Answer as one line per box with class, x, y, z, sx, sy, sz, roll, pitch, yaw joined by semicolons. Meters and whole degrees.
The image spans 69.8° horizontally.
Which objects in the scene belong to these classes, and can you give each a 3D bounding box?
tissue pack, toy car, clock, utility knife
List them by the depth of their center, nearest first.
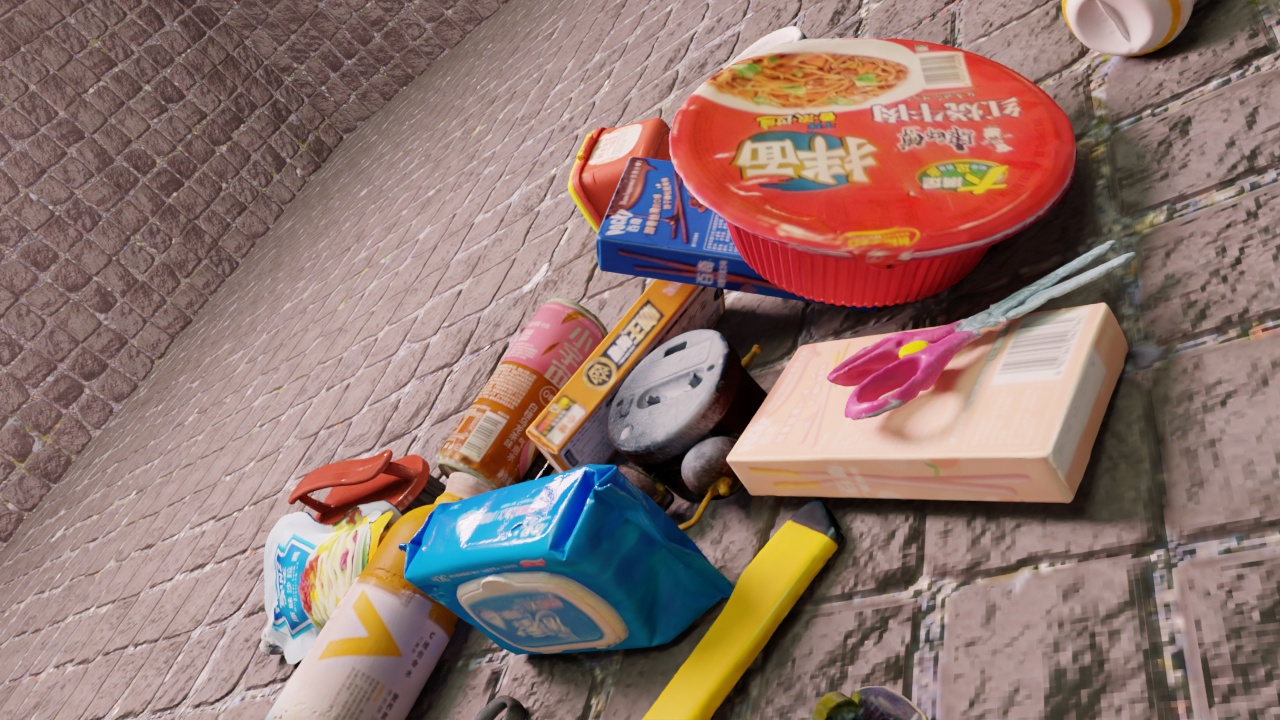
toy car;0.062;0.149;0.298;0.090;0.035;0.042;-50;28;-10
utility knife;0.026;0.135;0.385;0.192;0.015;0.033;-49;27;-15
tissue pack;-0.040;0.102;0.445;0.157;0.095;0.052;-19;37;37
clock;0.025;0.039;0.484;0.082;0.055;0.121;-22;35;37

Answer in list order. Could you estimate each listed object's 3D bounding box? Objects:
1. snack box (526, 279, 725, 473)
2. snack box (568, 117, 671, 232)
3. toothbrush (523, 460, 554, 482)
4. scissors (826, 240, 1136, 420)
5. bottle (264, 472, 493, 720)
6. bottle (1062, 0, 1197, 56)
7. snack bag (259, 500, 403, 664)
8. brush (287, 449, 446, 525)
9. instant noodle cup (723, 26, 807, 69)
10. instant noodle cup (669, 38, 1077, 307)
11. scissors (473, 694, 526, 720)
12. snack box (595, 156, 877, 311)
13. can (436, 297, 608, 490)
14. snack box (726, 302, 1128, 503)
snack box;-0.003;0.003;0.556;0.026;0.075;0.153;35;76;20
snack box;-0.009;-0.161;0.792;0.080;0.082;0.091;-13;40;31
toothbrush;-0.032;0.030;0.602;0.189;0.014;0.018;-53;19;-1
scissors;0.140;-0.017;0.391;0.137;0.017;0.077;-32;14;2
bottle;-0.145;0.153;0.546;0.068;0.068;0.189;-12;41;47
bottle;0.272;-0.214;0.485;0.108;0.063;0.063;-53;28;-16
snack bag;-0.225;0.160;0.654;0.191;0.038;0.110;-15;79;42
brush;-0.213;0.105;0.710;0.146;0.069;0.063;-22;36;38
instant noodle cup;0.101;-0.144;0.576;0.099;0.110;0.099;-34;28;20
instant noodle cup;0.113;-0.093;0.470;0.194;0.066;0.193;-4;47;4
scissors;-0.085;0.232;0.417;0.160;0.014;0.170;-37;29;20
snack box;0.061;-0.075;0.525;0.157;0.026;0.084;9;46;9
can;-0.081;0.027;0.647;0.058;0.058;0.147;-5;47;52
snack box;0.118;0.021;0.399;0.158;0.026;0.084;-9;35;50
